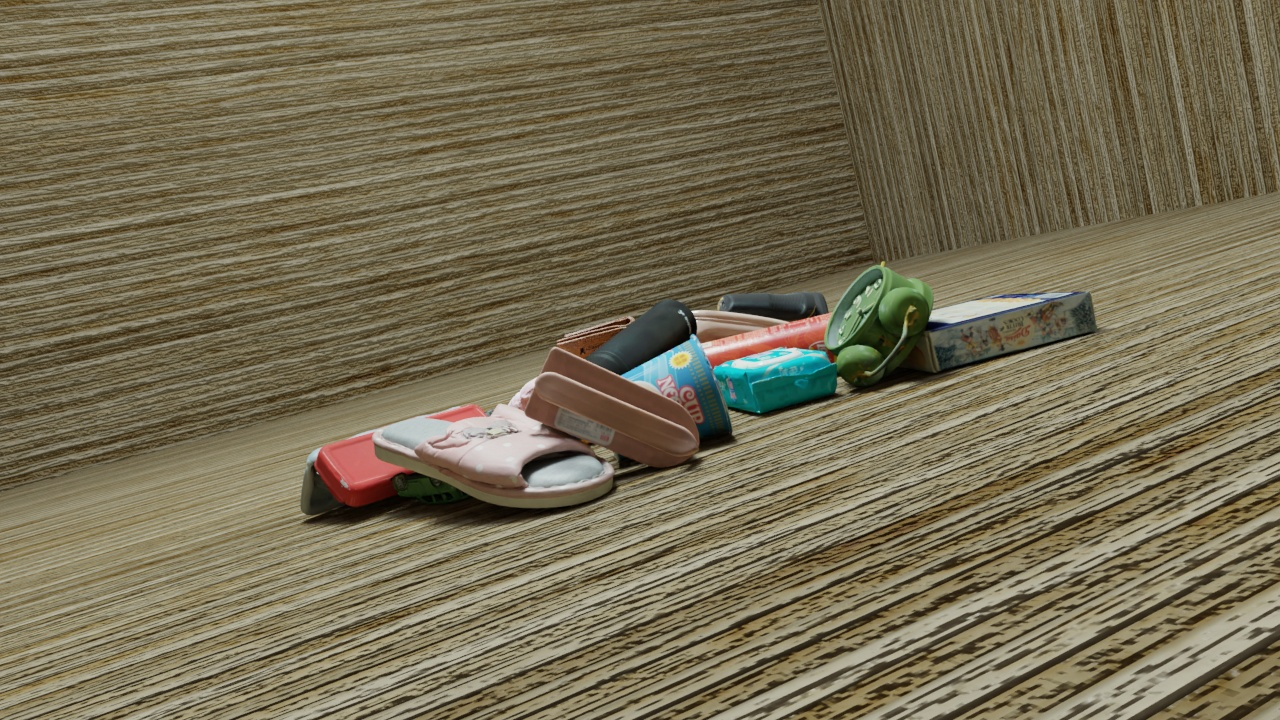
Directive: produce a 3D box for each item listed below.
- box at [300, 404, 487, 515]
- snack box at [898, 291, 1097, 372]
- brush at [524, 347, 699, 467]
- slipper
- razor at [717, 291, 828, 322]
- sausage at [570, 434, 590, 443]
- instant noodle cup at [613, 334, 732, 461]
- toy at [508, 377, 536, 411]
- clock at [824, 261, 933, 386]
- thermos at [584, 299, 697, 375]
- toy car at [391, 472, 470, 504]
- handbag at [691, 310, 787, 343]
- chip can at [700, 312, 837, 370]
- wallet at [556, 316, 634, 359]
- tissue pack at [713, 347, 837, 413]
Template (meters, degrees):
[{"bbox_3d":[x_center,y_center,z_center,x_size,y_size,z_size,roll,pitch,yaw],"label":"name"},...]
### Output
[{"bbox_3d":[-0.241,0.116,0.956,0.095,0.100,0.200,39,36,29],"label":"box"},{"bbox_3d":[0.354,-0.034,0.993,0.182,0.046,0.178,-14,5,-8],"label":"snack box"},{"bbox_3d":[-0.019,0.045,0.760,0.145,0.063,0.073,24,-2,0],"label":"brush"},{"bbox_3d":[-0.135,0.073,0.795,0.275,0.054,0.114,8,16,41],"label":"slipper"},{"bbox_3d":[0.192,-0.073,1.332,0.167,0.062,0.068,2,-29,-19],"label":"razor"},{"bbox_3d":[-0.101,0.085,1.021,0.021,0.021,0.166,-18,6,-43],"label":"sausage"},{"bbox_3d":[0.016,0.042,0.842,0.110,0.099,0.099,-22,5,-2],"label":"instant noodle cup"},{"bbox_3d":[-0.092,0.049,1.116,0.122,0.054,0.159,-41,-21,32],"label":"toy"},{"bbox_3d":[0.241,-0.034,0.930,0.116,0.056,0.161,-57,11,22],"label":"clock"},{"bbox_3d":[-0.006,0.006,1.081,0.069,0.090,0.241,-10,17,30],"label":"thermos"},{"bbox_3d":[-0.190,0.113,0.854,0.091,0.036,0.043,-6,10,34],"label":"toy car"},{"bbox_3d":[0.156,-0.025,1.281,0.234,0.093,0.193,-4,-1,-5],"label":"handbag"},{"bbox_3d":[0.146,-0.004,1.065,0.217,0.073,0.073,-13,5,6],"label":"chip can"},{"bbox_3d":[-0.057,0.011,1.194,0.119,0.131,0.035,-18,42,-10],"label":"wallet"},{"bbox_3d":[0.138,0.019,0.954,0.093,0.050,0.133,-14,5,-13],"label":"tissue pack"}]
